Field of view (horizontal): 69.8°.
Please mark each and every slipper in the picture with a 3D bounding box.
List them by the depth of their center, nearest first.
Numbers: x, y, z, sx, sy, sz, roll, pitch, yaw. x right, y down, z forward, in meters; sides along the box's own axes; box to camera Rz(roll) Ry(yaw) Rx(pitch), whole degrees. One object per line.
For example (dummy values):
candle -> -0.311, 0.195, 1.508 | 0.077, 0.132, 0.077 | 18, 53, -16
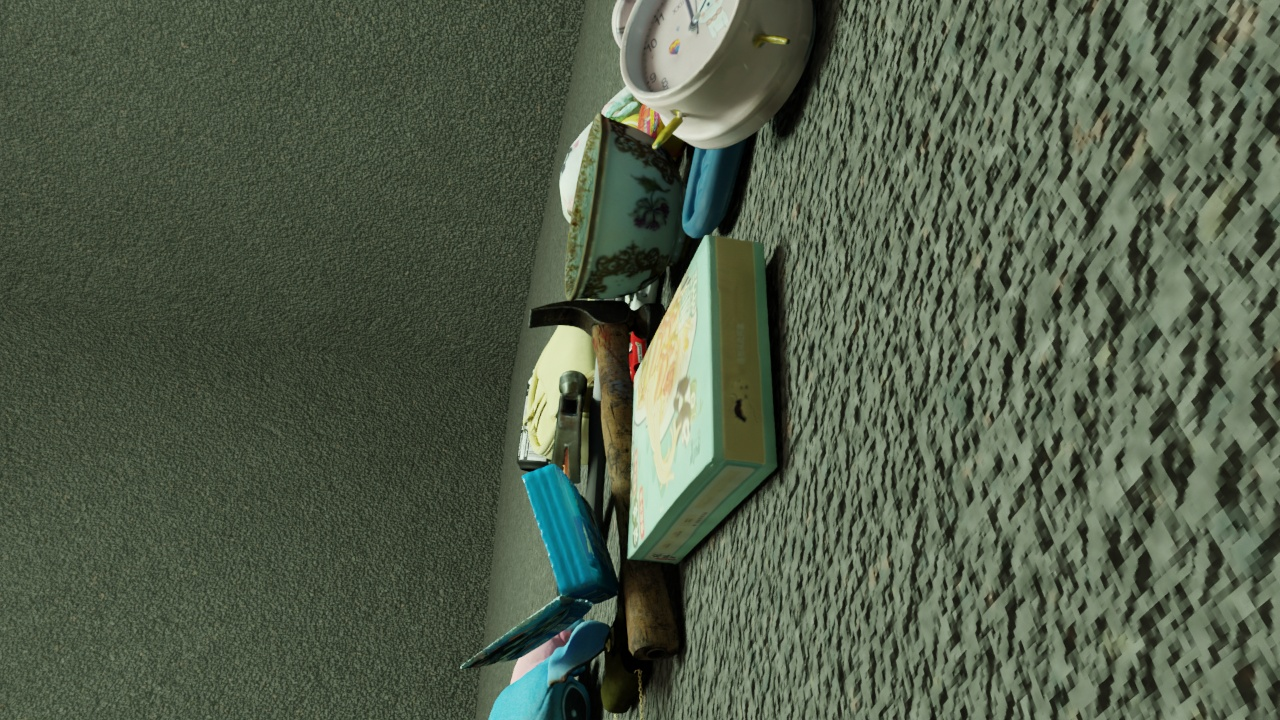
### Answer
slipper -> 0.049, -0.195, 0.656 | 0.104, 0.059, 0.214 | -124, 43, -79

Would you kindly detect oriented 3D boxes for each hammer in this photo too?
hammer -> -0.020, 0.073, 0.712 | 0.033, 0.120, 0.329 | 100, 166, -46
hammer -> -0.041, 0.060, 0.927 | 0.125, 0.029, 0.311 | -99, 13, -75
hammer -> -0.079, 0.185, 0.985 | 0.132, 0.033, 0.334 | -92, 5, -59

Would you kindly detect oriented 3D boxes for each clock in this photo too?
clock -> 0.038, -0.208, 0.562 | 0.117, 0.058, 0.157 | -38, 51, 33

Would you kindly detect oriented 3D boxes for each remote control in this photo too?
remote control -> -0.001, -0.078, 0.925 | 0.133, 0.022, 0.050 | -123, 43, -75

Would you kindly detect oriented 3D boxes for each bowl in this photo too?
bowl -> -0.006, -0.123, 0.791 | 0.160, 0.094, 0.160 | -172, 91, -80

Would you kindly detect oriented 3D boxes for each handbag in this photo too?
handbag -> -0.011, 0.276, 0.674 | 0.084, 0.027, 0.177 | 109, 164, -45
handbag -> -0.082, 0.033, 1.102 | 0.232, 0.088, 0.191 | -97, 22, -57

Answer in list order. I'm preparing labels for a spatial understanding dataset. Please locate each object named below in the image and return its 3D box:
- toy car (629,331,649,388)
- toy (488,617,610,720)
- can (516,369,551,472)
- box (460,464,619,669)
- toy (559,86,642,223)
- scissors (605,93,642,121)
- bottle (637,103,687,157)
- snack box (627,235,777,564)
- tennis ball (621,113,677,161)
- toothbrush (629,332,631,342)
toy car -> -0.005, 0.005, 0.869 | 0.089, 0.025, 0.038 | -94, 16, -50
toy -> -0.089, 0.330, 0.900 | 0.191, 0.099, 0.224 | -76, 5, -77
can -> -0.132, 0.090, 1.336 | 0.080, 0.080, 0.146 | 137, 141, -74
box -> -0.084, 0.173, 0.740 | 0.243, 0.113, 0.114 | 81, 169, -74
toy -> -0.024, -0.218, 0.971 | 0.138, 0.101, 0.179 | -14, -56, -77
scissors -> 0.011, -0.255, 0.857 | 0.131, 0.112, 0.012 | 116, 130, -81
bottle -> 0.034, -0.228, 0.791 | 0.134, 0.048, 0.071 | 133, 146, -72
snack box -> 0.033, 0.034, 0.583 | 0.194, 0.044, 0.141 | 118, 157, -59
tennis ball -> 0.004, -0.205, 0.886 | 0.065, 0.065, 0.065 | -172, 91, -80
toothbrush -> -0.017, -0.077, 1.039 | 0.187, 0.014, 0.017 | -96, 26, -54
